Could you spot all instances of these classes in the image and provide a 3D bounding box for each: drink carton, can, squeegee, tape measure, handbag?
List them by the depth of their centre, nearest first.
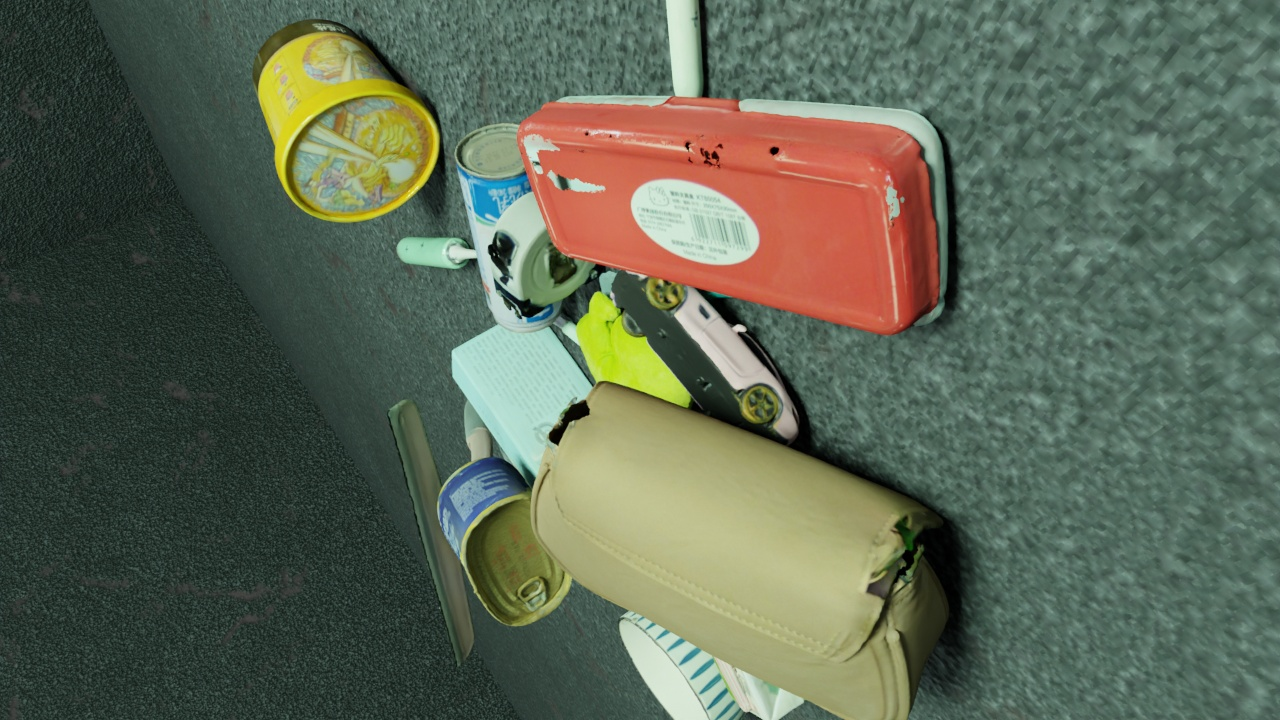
[{"bbox_3d":[0.046,0.085,0.441,0.205,0.099,0.148,22,149,19],"label":"handbag"},{"bbox_3d":[-0.056,-0.065,0.540,0.033,0.065,0.066,39,153,30],"label":"tape measure"},{"bbox_3d":[0.060,0.165,0.583,0.122,0.045,0.054,66,159,-9],"label":"drink carton"},{"bbox_3d":[-0.081,-0.080,0.588,0.053,0.053,0.135,43,153,33],"label":"can"},{"bbox_3d":[-0.097,0.134,0.667,0.049,0.074,0.148,45,159,40],"label":"can"},{"bbox_3d":[-0.140,0.070,0.755,0.249,0.040,0.248,-94,-1,-57],"label":"squeegee"}]

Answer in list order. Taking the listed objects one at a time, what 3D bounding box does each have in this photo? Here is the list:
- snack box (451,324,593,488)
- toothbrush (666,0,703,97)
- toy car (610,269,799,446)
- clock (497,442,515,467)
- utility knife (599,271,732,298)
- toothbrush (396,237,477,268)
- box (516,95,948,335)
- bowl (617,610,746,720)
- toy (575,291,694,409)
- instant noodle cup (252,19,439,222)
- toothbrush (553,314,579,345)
[{"bbox_3d":[-0.067,0.049,0.692,0.175,0.074,0.052,53,157,14],"label":"snack box"},{"bbox_3d":[0.018,-0.126,0.374,0.029,0.020,0.190,5,134,13],"label":"toothbrush"},{"bbox_3d":[0.034,-0.003,0.463,0.122,0.037,0.056,50,156,1],"label":"toy car"},{"bbox_3d":[-0.084,0.067,0.777,0.082,0.055,0.122,33,145,49],"label":"clock"},{"bbox_3d":[0.018,-0.041,0.487,0.187,0.013,0.029,3,121,63],"label":"utility knife"},{"bbox_3d":[-0.168,-0.093,0.787,0.026,0.027,0.225,29,172,-29],"label":"toothbrush"},{"bbox_3d":[0.030,-0.064,0.374,0.201,0.046,0.087,18,137,43],"label":"box"},{"bbox_3d":[0.043,0.226,0.699,0.116,0.066,0.117,45,155,28],"label":"bowl"},{"bbox_3d":[-0.003,0.003,0.554,0.100,0.031,0.097,-1,112,56],"label":"toy"},{"bbox_3d":[-0.229,-0.185,0.692,0.114,0.118,0.119,55,158,28],"label":"instant noodle cup"},{"bbox_3d":[-0.019,0.002,0.612,0.189,0.029,0.021,38,-170,38],"label":"toothbrush"}]
